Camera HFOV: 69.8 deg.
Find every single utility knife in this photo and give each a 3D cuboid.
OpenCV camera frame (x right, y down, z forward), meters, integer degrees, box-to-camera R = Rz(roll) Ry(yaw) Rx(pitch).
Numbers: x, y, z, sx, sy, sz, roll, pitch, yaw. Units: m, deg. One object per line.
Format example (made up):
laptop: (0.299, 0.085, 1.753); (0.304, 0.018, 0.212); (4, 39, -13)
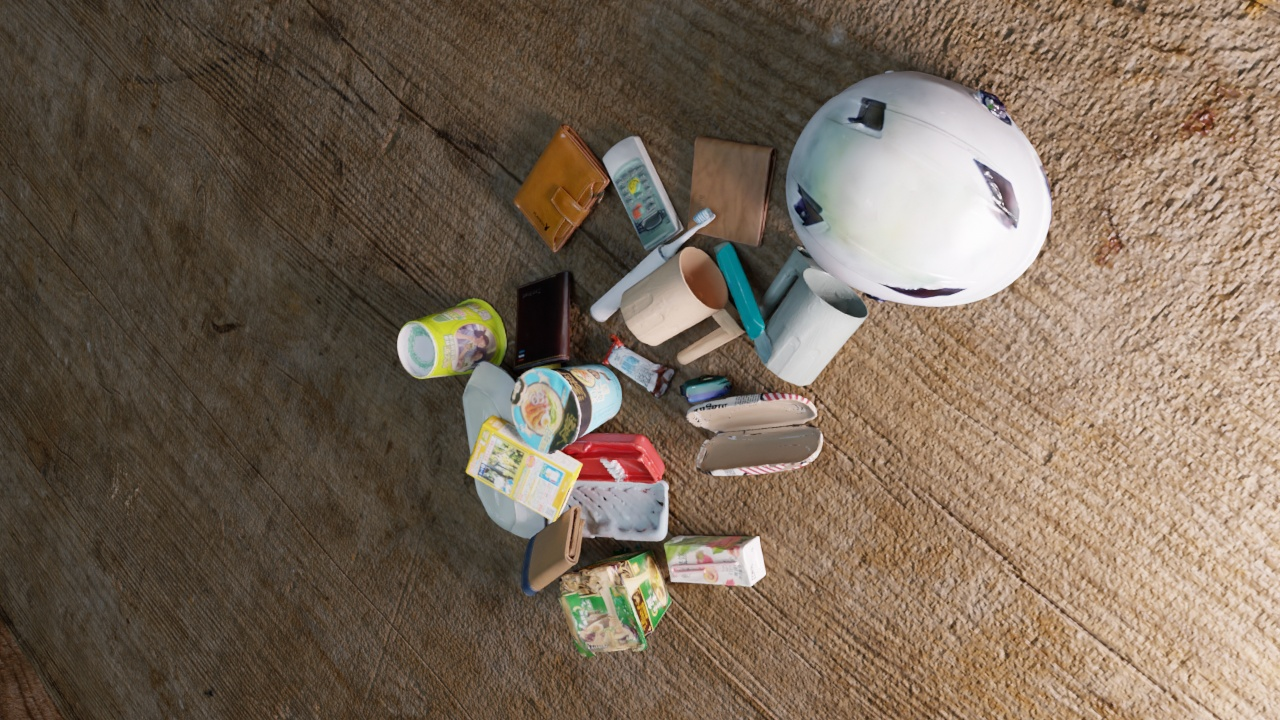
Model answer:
utility knife: (0.116, -0.069, 1.033); (0.029, 0.013, 0.184); (-43, 45, 32)

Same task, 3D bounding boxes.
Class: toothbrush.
toothbrush: (0.014, -0.116, 1.129); (0.026, 0.026, 0.222); (40, 128, -15)

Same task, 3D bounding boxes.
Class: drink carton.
drink carton: (0.090, 0.250, 1.149); (0.123, 0.045, 0.053); (-7, 97, 36)

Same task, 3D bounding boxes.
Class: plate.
plate: (-0.197, 0.132, 1.283); (0.162, 0.034, 0.266); (25, 126, 45)

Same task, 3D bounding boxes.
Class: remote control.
remote control: (0.001, -0.206, 1.127); (0.056, 0.019, 0.135); (-28, 84, 36)

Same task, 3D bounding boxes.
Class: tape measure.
tape measure: (0.078, 0.032, 1.104); (0.058, 0.054, 0.025); (-10, 99, -6)

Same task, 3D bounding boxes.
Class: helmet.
helmet: (0.252, -0.161, 0.887); (0.258, 0.145, 0.230); (43, 121, 20)

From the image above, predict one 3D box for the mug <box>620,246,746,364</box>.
mug: (0.052, -0.060, 1.097); (0.104, 0.084, 0.124); (-30, 109, 37)

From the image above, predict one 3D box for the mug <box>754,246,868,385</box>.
mug: (0.177, -0.049, 1.013); (0.104, 0.083, 0.124); (-58, 41, 30)

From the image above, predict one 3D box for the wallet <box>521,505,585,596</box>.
wallet: (-0.117, 0.253, 1.224); (0.033, 0.090, 0.116); (27, 134, -21)

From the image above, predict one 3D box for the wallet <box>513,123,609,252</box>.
wallet: (-0.099, -0.217, 1.190); (0.119, 0.035, 0.131); (54, 125, 20)

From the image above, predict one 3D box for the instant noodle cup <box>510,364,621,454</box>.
instant noodle cup: (-0.088, 0.051, 1.184); (0.111, 0.120, 0.111); (9, 106, 32)

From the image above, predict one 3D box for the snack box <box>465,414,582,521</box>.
snack box: (-0.154, 0.141, 1.201); (0.140, 0.033, 0.087); (26, 120, 6)

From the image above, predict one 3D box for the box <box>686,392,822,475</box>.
box: (0.127, 0.081, 1.068); (0.163, 0.075, 0.086); (-10, 125, 38)

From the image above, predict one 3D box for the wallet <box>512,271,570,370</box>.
wallet: (-0.132, -0.052, 1.231); (0.097, 0.020, 0.122); (-11, 71, 35)

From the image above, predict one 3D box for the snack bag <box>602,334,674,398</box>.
snack bag: (-0.007, 0.007, 1.175); (0.105, 0.026, 0.045); (32, 107, 24)

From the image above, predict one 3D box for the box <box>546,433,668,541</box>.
box: (-0.055, 0.164, 1.224); (0.202, 0.069, 0.158); (-3, 107, 36)

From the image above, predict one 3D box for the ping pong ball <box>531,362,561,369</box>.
ping pong ball: (-0.128, 0.011, 1.251); (0.040, 0.040, 0.040); (8, 105, 33)

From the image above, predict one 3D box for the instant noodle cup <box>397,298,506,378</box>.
instant noodle cup: (-0.271, -0.025, 1.291); (0.112, 0.123, 0.112); (8, 104, 33)

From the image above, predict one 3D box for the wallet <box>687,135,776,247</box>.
wallet: (0.103, -0.195, 1.061); (0.101, 0.020, 0.115); (18, 112, 32)

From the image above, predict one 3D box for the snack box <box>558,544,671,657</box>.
snack box: (-0.025, 0.311, 1.207); (0.118, 0.105, 0.117); (-19, 91, 37)
